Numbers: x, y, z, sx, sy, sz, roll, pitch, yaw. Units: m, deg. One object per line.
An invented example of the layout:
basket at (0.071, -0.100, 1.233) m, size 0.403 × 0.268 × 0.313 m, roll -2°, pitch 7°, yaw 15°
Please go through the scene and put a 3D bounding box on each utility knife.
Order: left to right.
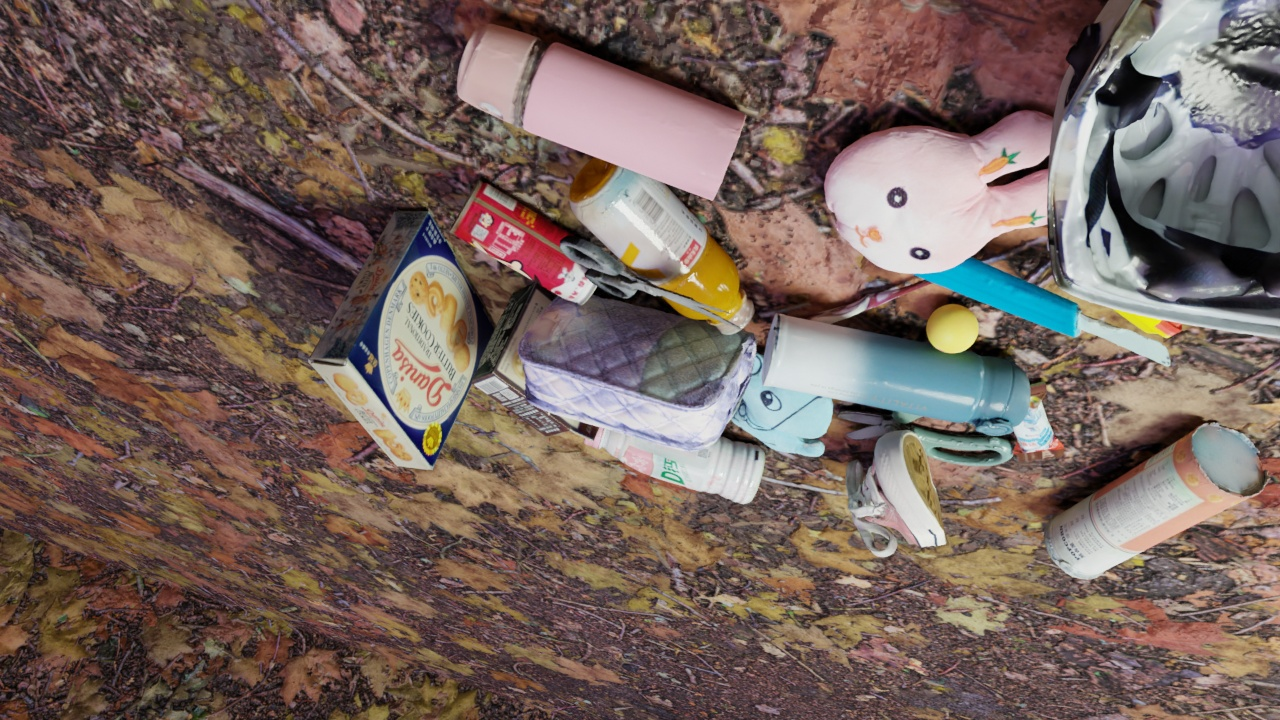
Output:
utility knife at (0.279, -0.044, 0.665) m, size 0.205 × 0.018 × 0.034 m, roll 30°, pitch 146°, yaw 29°

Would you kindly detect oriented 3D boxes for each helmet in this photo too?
helmet at (0.325, -0.138, 0.454) m, size 0.229 × 0.145 × 0.259 m, roll 9°, pitch 136°, yaw 14°

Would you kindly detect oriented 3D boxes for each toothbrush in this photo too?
toothbrush at (0.189, -0.051, 0.770) m, size 0.017 × 0.016 × 0.188 m, roll 45°, pitch 140°, yaw -21°

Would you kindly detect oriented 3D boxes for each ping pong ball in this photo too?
ping pong ball at (0.255, -0.026, 0.749) m, size 0.040 × 0.040 × 0.040 m, roll 14°, pitch 147°, yaw 9°

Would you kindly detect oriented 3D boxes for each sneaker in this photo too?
sneaker at (0.251, 0.141, 0.922) m, size 0.088 × 0.118 × 0.241 m, roll -13°, pitch 153°, yaw 18°

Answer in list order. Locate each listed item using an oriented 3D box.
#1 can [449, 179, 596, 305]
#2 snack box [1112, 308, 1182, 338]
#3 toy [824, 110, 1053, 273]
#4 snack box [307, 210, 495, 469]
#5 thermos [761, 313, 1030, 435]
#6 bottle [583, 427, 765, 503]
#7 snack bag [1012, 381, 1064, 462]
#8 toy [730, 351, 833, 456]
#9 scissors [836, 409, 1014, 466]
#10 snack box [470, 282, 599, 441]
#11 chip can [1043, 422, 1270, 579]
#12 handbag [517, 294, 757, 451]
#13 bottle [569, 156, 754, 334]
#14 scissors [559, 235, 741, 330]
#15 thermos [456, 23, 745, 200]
can at (-0.097, -0.102, 0.808) m, size 0.132 × 0.053 × 0.053 m, roll 30°, pitch 146°, yaw -16°
snack box at (0.342, -0.075, 0.605) m, size 0.091 × 0.081 × 0.080 m, roll 30°, pitch 133°, yaw -18°
toy at (0.209, -0.116, 0.633) m, size 0.160 × 0.054 × 0.121 m, roll -14°, pitch 129°, yaw 31°
snack box at (-0.217, -0.016, 0.877) m, size 0.046 × 0.182 × 0.178 m, roll 5°, pitch 145°, yaw 20°
thermos at (0.215, 0.012, 0.781) m, size 0.220 × 0.070 × 0.070 m, roll 12°, pitch 147°, yaw 2°
bottle at (0.036, 0.101, 1.017) m, size 0.197 × 0.068 × 0.068 m, roll 17°, pitch 147°, yaw 0°
snack bag at (0.353, 0.057, 0.834) m, size 0.048 × 0.026 × 0.104 m, roll -13°, pitch 137°, yaw 22°
toy at (0.139, 0.046, 0.906) m, size 0.161 × 0.049 × 0.157 m, roll 39°, pitch 151°, yaw -19°
scissors at (0.274, 0.052, 0.876) m, size 0.175 × 0.019 × 0.176 m, roll 12°, pitch 147°, yaw 14°
snack box at (-0.088, 0.006, 0.907) m, size 0.053 × 0.113 × 0.125 m, roll -17°, pitch 132°, yaw 44°
chip can at (0.466, 0.135, 0.848) m, size 0.071 × 0.071 × 0.215 m, roll 20°, pitch 147°, yaw -1°
handbag at (-0.005, 0.005, 0.825) m, size 0.194 × 0.133 × 0.076 m, roll 16°, pitch 134°, yaw 18°
bottle at (0.024, -0.090, 0.750) m, size 0.068 × 0.067 × 0.189 m, roll -16°, pitch 134°, yaw 42°
scissors at (0.001, -0.061, 0.722) m, size 0.150 × 0.014 × 0.171 m, roll 37°, pitch 169°, yaw -13°
thermos at (-0.029, -0.177, 0.660) m, size 0.198 × 0.067 × 0.087 m, roll 19°, pitch 174°, yaw 0°
